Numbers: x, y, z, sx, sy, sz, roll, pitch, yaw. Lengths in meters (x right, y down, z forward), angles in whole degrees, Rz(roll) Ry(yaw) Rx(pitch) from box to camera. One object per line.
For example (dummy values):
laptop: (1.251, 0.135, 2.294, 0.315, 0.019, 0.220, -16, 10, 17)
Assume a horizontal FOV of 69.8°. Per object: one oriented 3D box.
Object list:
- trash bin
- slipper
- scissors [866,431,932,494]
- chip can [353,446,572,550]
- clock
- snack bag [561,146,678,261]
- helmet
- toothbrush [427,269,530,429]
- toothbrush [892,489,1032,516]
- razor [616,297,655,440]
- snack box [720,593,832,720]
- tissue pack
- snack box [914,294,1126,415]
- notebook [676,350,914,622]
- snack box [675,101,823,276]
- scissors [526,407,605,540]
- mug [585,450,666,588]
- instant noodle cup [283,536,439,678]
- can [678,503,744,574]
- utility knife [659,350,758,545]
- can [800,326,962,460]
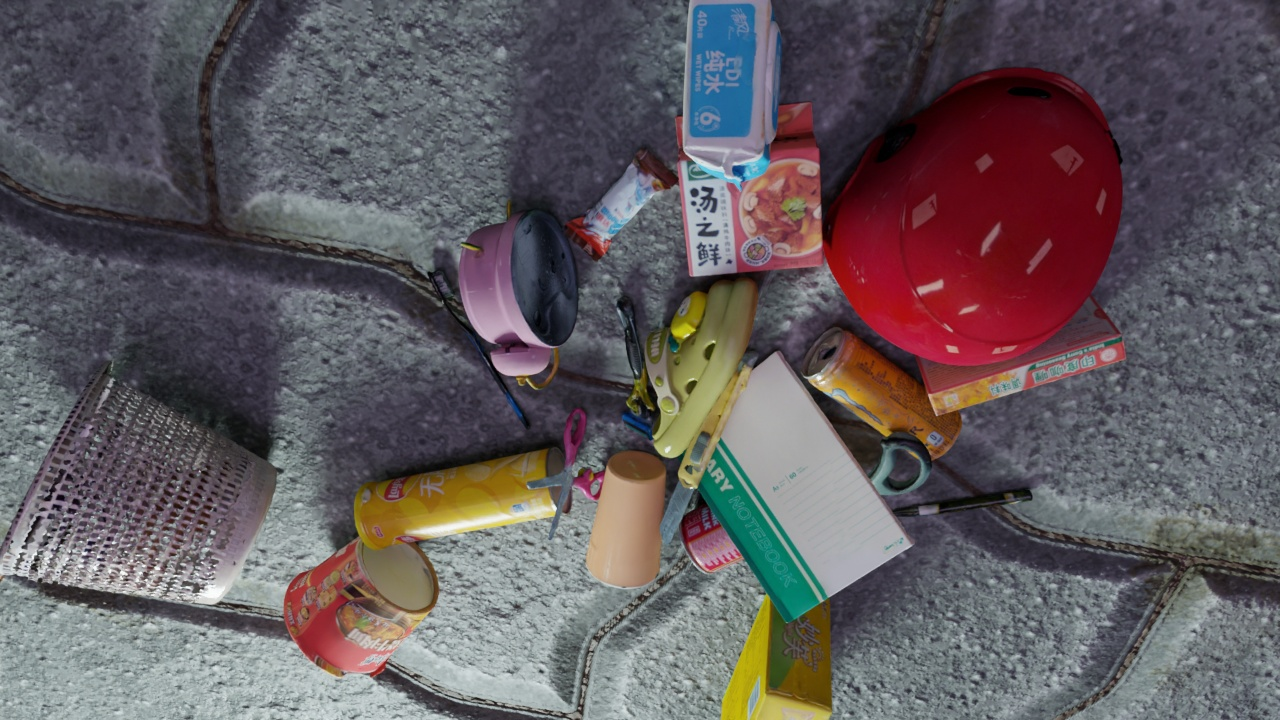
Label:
trash bin: (-0.478, 0.140, 0.899, 0.192, 0.227, 0.228, 26, 120, -24)
slipper: (0.040, 0.004, 0.820, 0.081, 0.091, 0.191, 22, 123, -4)
scissors: (0.197, 0.097, 0.862, 0.170, 0.019, 0.179, 39, 142, -14)
chip can: (-0.179, 0.141, 0.933, 0.213, 0.072, 0.072, -12, 118, 12)
clock: (-0.098, -0.050, 0.788, 0.060, 0.117, 0.158, -7, 117, 22)
snack bag: (-0.018, -0.132, 0.780, 0.104, 0.026, 0.048, -38, 122, 25)
helmet: (0.266, -0.096, 0.705, 0.207, 0.143, 0.241, 30, 118, -9)
toothbrush: (-0.150, -0.007, 0.876, 0.016, 0.014, 0.189, -31, 116, -4)
toothbrush: (0.294, 0.150, 0.916, 0.186, 0.017, 0.012, -11, 116, 12)
razor: (-0.005, 0.005, 0.863, 0.043, 0.022, 0.143, 23, 129, 46)
snack box: (0.140, 0.367, 0.979, 0.070, 0.157, 0.210, 15, 121, 2)
tissue pack: (0.069, -0.199, 0.670, 0.063, 0.090, 0.140, 3, 95, 12)
snack box: (0.320, -0.006, 0.787, 0.156, 0.076, 0.027, -19, 116, 17)
notebook: (0.131, 0.118, 0.850, 0.151, 0.012, 0.209, -42, 72, 26)
snack box: (0.090, -0.138, 0.753, 0.113, 0.044, 0.127, -4, 119, 9)
scissors: (-0.068, 0.107, 0.888, 0.017, 0.133, 0.135, 5, 92, 32)
mug: (-0.010, 0.157, 0.924, 0.078, 0.078, 0.123, 9, 116, 1)
instant noodle cup: (-0.292, 0.251, 0.982, 0.109, 0.137, 0.138, -42, 108, 16)
can: (0.094, 0.166, 0.919, 0.094, 0.066, 0.066, -31, 113, 22)
utility knife: (0.061, 0.083, 0.877, 0.031, 0.022, 0.213, 32, 113, 32)
can: (0.219, 0.031, 0.831, 0.146, 0.058, 0.058, 34, 118, -13)
